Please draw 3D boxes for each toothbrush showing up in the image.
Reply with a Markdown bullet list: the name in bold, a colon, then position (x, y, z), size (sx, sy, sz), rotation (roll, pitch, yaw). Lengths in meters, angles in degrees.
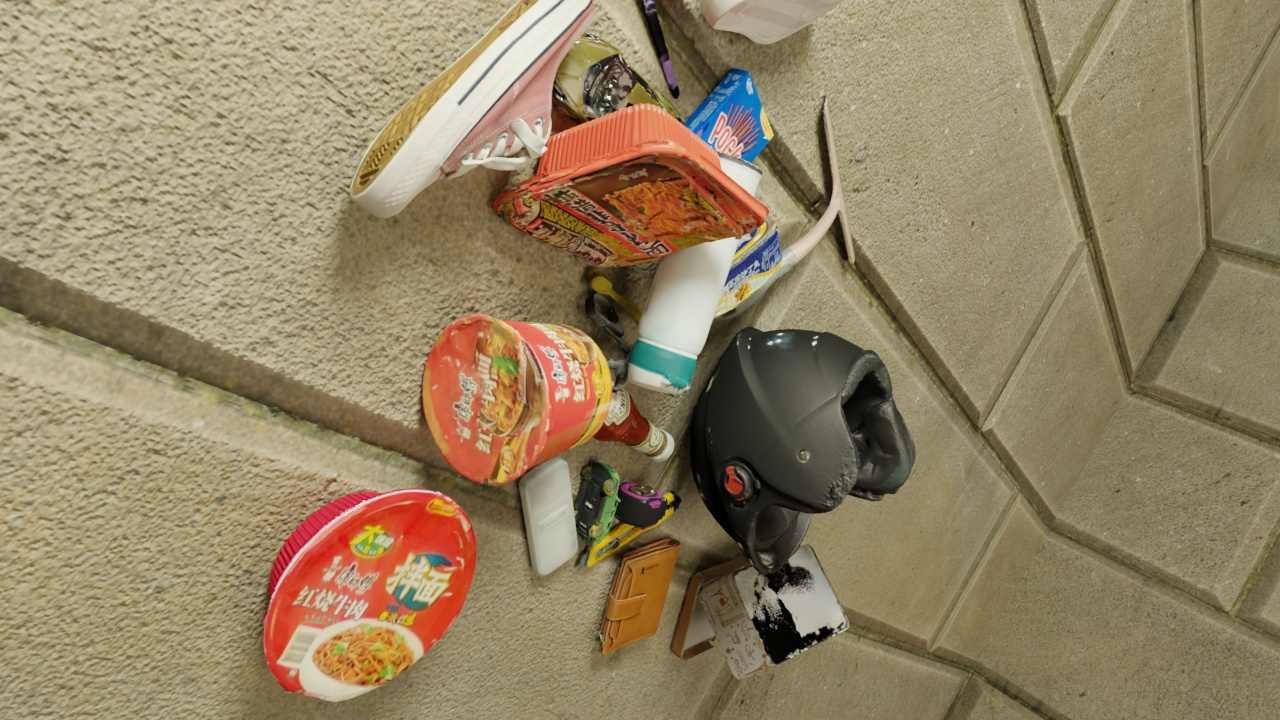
- **toothbrush**: position (0.001, -0.047, 0.924), size (0.016, 0.016, 0.190), rotation (-30, 148, 17)
- **toothbrush**: position (0.009, -0.300, 0.782), size (0.014, 0.017, 0.189), rotation (-47, 141, -18)

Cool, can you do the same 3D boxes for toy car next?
- **toy car**: position (-0.046, 0.151, 0.972), size (0.036, 0.043, 0.091), rotation (-5, 117, -44)
- **toy car**: position (-0.018, -0.215, 0.784), size (0.158, 0.042, 0.070), rotation (27, 91, -49)

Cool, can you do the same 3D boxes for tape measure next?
- **tape measure**: position (-0.002, 0.157, 1.012), size (0.057, 0.057, 0.039), rotation (-7, 112, -63)

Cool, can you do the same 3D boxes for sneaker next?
- **sneaker**: position (-0.103, -0.178, 0.663), size (0.240, 0.118, 0.088), rotation (-52, 121, -20)
- **sneaker**: position (0.109, -0.347, 0.823), size (0.241, 0.090, 0.090), rotation (-27, 91, -56)

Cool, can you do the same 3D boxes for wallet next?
- **wallet**: position (-0.008, 0.285, 1.109), size (0.118, 0.035, 0.131), rotation (-8, 117, -52)

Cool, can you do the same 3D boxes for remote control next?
- **remote control**: position (-0.094, 0.161, 0.941), size (0.055, 0.020, 0.136), rotation (-30, 132, -32)

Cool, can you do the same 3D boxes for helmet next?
- **helmet**: position (0.165, 0.093, 1.026), size (0.233, 0.230, 0.275), rotation (7, 115, -57)

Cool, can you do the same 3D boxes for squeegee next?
- **squeegee**: position (0.172, -0.126, 1.053), size (0.249, 0.040, 0.248), rotation (-45, 140, -19)

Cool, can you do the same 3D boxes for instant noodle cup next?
- **instant noodle cup**: position (-0.099, 0.028, 0.776), size (0.108, 0.138, 0.138), rotation (-10, 120, -55)
- **instant noodle cup**: position (-0.233, 0.182, 0.763), size (0.193, 0.066, 0.194), rotation (-27, 130, -37)
- **instant noodle cup**: position (-0.005, -0.143, 0.760), size (0.164, 0.189, 0.079), rotation (23, 63, -53)

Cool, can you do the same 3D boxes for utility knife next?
- **utility knife**: position (-0.010, 0.197, 1.061), size (0.164, 0.015, 0.033), rotation (-29, 128, -35)

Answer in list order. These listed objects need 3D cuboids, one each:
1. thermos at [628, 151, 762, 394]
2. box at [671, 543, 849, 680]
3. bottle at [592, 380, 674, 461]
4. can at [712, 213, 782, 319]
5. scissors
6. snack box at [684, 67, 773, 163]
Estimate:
- **thermos**: position (0.045, -0.078, 0.854), size (0.073, 0.073, 0.224), rotation (15, 94, -51)
- **box**: position (0.143, 0.348, 1.261), size (0.182, 0.153, 0.182), rotation (-7, 153, -43)
- **bottle**: position (-0.027, 0.056, 0.920), size (0.059, 0.060, 0.206), rotation (-58, 141, -5)
- **can**: position (0.086, -0.098, 0.944), size (0.147, 0.075, 0.049), rotation (-38, 132, -28)
- **scissors**: position (-0.009, -0.005, 0.907), size (0.175, 0.014, 0.159), rotation (61, 28, -24)
- **snack box**: position (0.066, -0.200, 0.897), size (0.157, 0.026, 0.084), rotation (-51, 140, -13)
